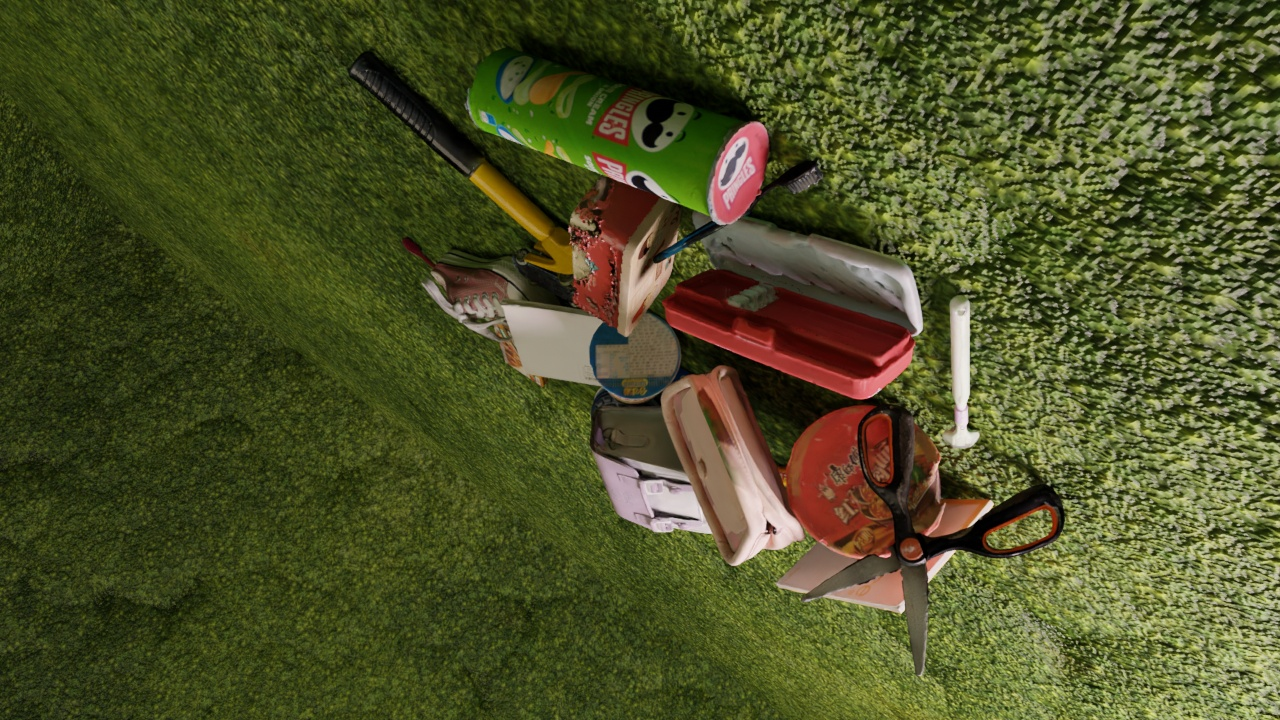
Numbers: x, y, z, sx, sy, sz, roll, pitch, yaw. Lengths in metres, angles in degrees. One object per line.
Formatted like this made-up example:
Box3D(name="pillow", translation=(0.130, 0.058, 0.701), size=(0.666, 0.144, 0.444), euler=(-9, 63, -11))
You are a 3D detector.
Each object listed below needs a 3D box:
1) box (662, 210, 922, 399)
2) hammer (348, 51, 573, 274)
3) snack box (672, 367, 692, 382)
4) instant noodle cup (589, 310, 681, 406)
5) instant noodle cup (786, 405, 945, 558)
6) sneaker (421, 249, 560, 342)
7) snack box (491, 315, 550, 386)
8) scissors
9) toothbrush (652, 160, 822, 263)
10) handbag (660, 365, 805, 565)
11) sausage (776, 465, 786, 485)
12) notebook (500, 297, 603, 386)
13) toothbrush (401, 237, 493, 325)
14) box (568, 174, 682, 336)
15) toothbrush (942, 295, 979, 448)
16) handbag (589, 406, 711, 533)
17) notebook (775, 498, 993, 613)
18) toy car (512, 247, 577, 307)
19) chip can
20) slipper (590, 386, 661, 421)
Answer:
Box3D(name="box", translation=(0.112, -0.058, 0.701), size=(0.202, 0.095, 0.100), euler=(23, 132, 39))
Box3D(name="hammer", translation=(-0.167, -0.195, 0.928), size=(0.300, 0.032, 0.129), euler=(42, 159, -11))
Box3D(name="snack box", translation=(0.078, 0.071, 1.102), size=(0.084, 0.026, 0.157), euler=(31, 159, 20))
Box3D(name="instant noodle cup", translation=(-0.006, 0.006, 1.020), size=(0.099, 0.099, 0.110), euler=(35, 168, 8))
Box3D(name="instant noodle cup", translation=(0.203, 0.122, 0.853), size=(0.138, 0.137, 0.109), euler=(32, 168, 17))
Box3D(name="sneaker", translation=(-0.196, -0.079, 1.149), size=(0.241, 0.087, 0.118), euler=(17, 152, 44))
Box3D(name="snack box", translation=(-0.170, -0.018, 1.332), size=(0.075, 0.026, 0.154), euler=(33, 160, 13))
Box3D(name="scissors", translation=(0.235, 0.140, 0.770), size=(0.022, 0.233, 0.220), euler=(57, -165, -68))
Box3D(name="toothbrush", translation=(0.067, -0.105, 0.689), size=(0.016, 0.014, 0.190), euler=(33, 148, -23))
Box3D(name="handbag", translation=(0.087, 0.089, 0.866), size=(0.234, 0.093, 0.193), euler=(69, 178, -76))
Box3D(name="sausage", translation=(0.174, 0.138, 1.092), size=(0.021, 0.021, 0.165), euler=(46, 159, -22))
Box3D(name="notebook", translation=(-0.083, -0.014, 1.123), size=(0.150, 0.012, 0.209), euler=(9, 157, 4))
Box3D(name="toothbrush", translation=(-0.269, -0.109, 1.316), size=(0.187, 0.016, 0.017), euler=(42, 168, -11))
Box3D(name="box", translation=(-0.021, -0.099, 0.798), size=(0.077, 0.091, 0.168), euler=(31, 159, 10))
Box3D(name="toothbrush", translation=(0.244, 0.013, 0.700), size=(0.029, 0.020, 0.190), euler=(-4, 143, 17))
Box3D(name="handbag", translation=(0.024, 0.134, 1.089), size=(0.145, 0.098, 0.197), euler=(7, 151, 12))
Box3D(name="notebook", translation=(0.236, 0.186, 0.912), size=(0.010, 0.145, 0.207), euler=(53, 159, -8))
Box3D(name="toy car", translation=(-0.098, -0.096, 1.026), size=(0.106, 0.031, 0.049), euler=(26, 157, 26))
Box3D(name="chip can", translation=(-0.023, -0.170, 0.675), size=(0.236, 0.072, 0.072), euler=(27, 158, 29))
Box3D(name="slipper", translation=(-0.001, 0.104, 1.218), size=(0.105, 0.095, 0.253), euler=(5, 142, 9))
